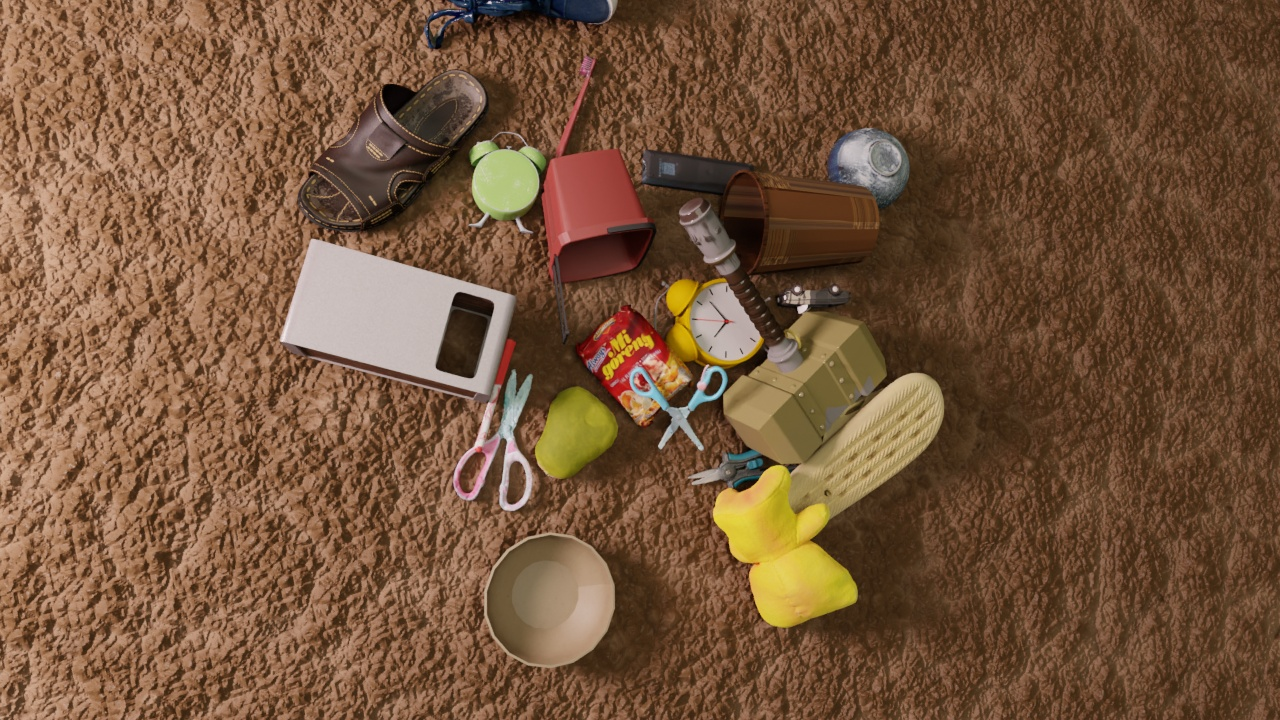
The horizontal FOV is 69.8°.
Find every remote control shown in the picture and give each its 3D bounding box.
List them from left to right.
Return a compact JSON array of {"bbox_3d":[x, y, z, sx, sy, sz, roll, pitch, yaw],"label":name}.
[{"bbox_3d":[0.077,-0.244,1.194,0.150,0.022,0.047,5,83,-12],"label":"remote control"}]

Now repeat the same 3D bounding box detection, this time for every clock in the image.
[{"bbox_3d":[-0.164,-0.222,1.126,0.094,0.043,0.119,4,82,-14],"label":"clock"},{"bbox_3d":[0.090,-0.048,1.161,0.151,0.052,0.113,3,83,-16],"label":"clock"}]

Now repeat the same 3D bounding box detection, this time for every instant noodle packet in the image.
[{"bbox_3d":[-0.007,0.007,1.123,0.099,0.039,0.135,-40,95,17],"label":"instant noodle packet"}]

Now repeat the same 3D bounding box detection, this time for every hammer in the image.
[{"bbox_3d":[0.140,-0.054,1.079,0.190,0.101,0.325,-44,119,-13],"label":"hammer"}]

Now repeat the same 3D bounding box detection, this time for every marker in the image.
[{"bbox_3d":[-0.175,0.042,1.102,0.013,0.013,0.142,17,75,-11],"label":"marker"}]

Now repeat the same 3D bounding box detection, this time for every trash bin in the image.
[{"bbox_3d":[-0.270,-0.039,1.043,0.228,0.115,0.114,15,80,-11],"label":"trash bin"}]

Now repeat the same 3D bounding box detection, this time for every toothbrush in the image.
[{"bbox_3d":[-0.092,-0.301,1.166,0.016,0.016,0.189,19,80,-6],"label":"toothbrush"}]

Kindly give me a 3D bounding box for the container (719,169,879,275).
[{"bbox_3d":[0.203,-0.174,1.167,0.167,0.132,0.132,-3,84,-19],"label":"container"}]

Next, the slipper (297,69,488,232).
[{"bbox_3d":[-0.288,-0.254,1.084,0.267,0.076,0.113,-44,94,-14],"label":"slipper"}]

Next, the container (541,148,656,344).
[{"bbox_3d":[-0.052,-0.130,1.088,0.127,0.148,0.200,-11,77,-13],"label":"container"}]

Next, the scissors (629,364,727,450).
[{"bbox_3d":[0.040,0.048,1.096,0.133,0.015,0.135,30,112,-3],"label":"scissors"}]

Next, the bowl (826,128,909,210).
[{"bbox_3d":[0.315,-0.263,1.232,0.114,0.061,0.114,2,82,-12],"label":"bowl"}]

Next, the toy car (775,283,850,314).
[{"bbox_3d":[0.226,-0.079,1.199,0.092,0.040,0.037,-1,86,-10],"label":"toy car"}]

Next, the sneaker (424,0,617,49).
[{"bbox_3d":[-0.177,-0.448,1.119,0.294,0.121,0.127,13,68,-8],"label":"sneaker"}]

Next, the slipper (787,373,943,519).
[{"bbox_3d":[0.271,0.113,1.173,0.261,0.079,0.111,-41,116,1],"label":"slipper"}]

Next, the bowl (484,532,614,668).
[{"bbox_3d":[-0.109,0.277,1.077,0.152,0.050,0.152,2,83,-13],"label":"bowl"}]

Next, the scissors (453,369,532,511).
[{"bbox_3d":[-0.150,0.096,1.109,0.103,0.016,0.178,24,76,-5],"label":"scissors"}]

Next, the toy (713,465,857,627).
[{"bbox_3d":[0.172,0.231,1.106,0.135,0.087,0.194,-24,97,25],"label":"toy"}]

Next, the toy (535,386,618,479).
[{"bbox_3d":[-0.083,0.090,1.105,0.090,0.051,0.110,41,79,-3],"label":"toy"}]

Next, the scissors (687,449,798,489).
[{"bbox_3d":[0.136,0.130,1.166,0.127,0.019,0.142,37,84,-12],"label":"scissors"}]
